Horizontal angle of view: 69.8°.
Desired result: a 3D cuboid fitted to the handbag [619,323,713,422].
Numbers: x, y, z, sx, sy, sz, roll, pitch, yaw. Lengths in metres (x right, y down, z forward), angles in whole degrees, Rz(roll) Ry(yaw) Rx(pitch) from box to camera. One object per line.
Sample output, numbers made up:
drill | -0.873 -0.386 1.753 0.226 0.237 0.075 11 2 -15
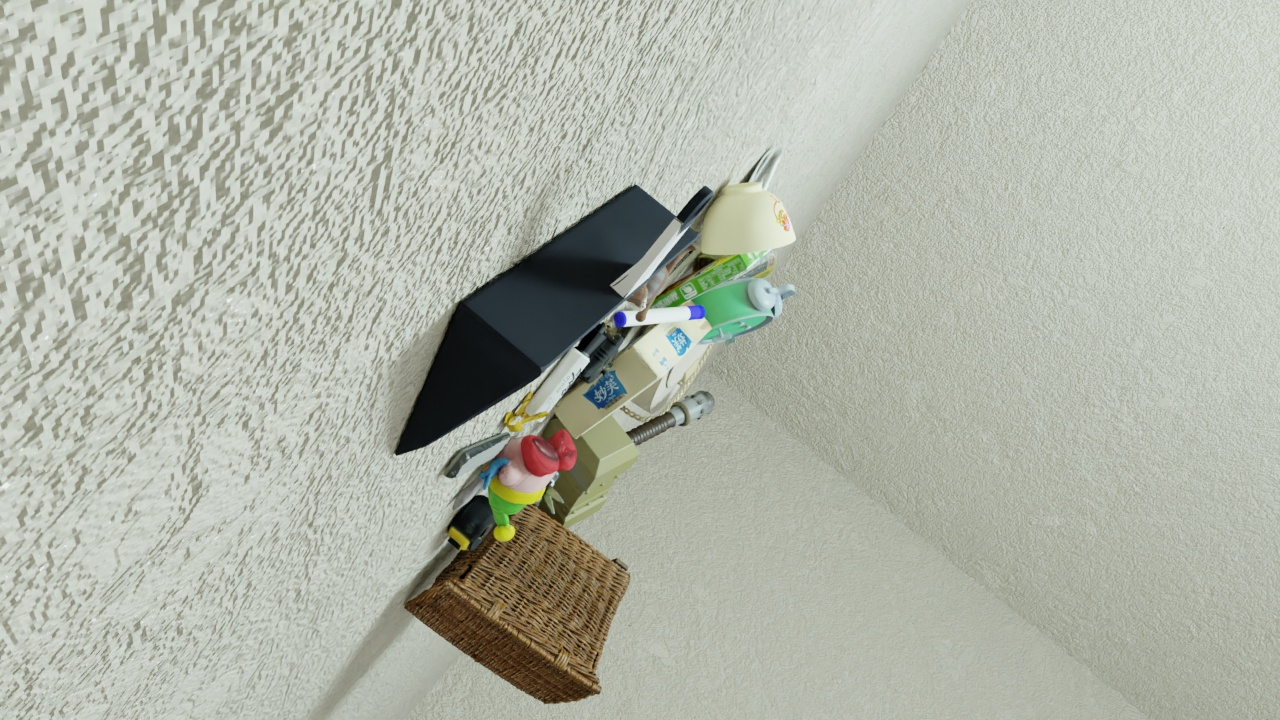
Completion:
handbag | 0.046 -0.024 1.462 0.210 0.103 0.209 -46 164 -43

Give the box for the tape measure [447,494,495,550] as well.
tape measure | -0.203 0.199 1.120 0.071 0.042 0.072 -48 172 2

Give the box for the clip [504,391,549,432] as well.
clip | -0.119 0.060 0.966 0.046 0.035 0.053 -43 171 -10

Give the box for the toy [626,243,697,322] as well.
toy | 0.013 -0.093 0.977 0.054 0.042 0.101 37 81 -46

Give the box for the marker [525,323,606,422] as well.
marker | -0.080 0.012 0.995 0.126 0.025 0.025 -52 174 2

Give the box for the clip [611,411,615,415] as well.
clip | -0.083 0.115 1.585 0.107 0.028 0.164 -45 170 -39

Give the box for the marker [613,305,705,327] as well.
marker | 0.025 -0.055 1.130 0.141 0.020 0.020 -8 143 -43

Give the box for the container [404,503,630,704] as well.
container | -0.149 0.317 1.242 0.163 0.250 0.182 -35 -160 50

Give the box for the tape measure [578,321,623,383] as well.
tape measure | -0.051 -0.003 1.059 0.067 0.038 0.063 -51 174 -12

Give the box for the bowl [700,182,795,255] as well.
bowl | 0.129 -0.179 1.132 0.117 0.118 0.074 -40 125 -61

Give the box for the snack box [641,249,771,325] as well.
snack box | 0.083 -0.107 1.204 0.168 0.027 0.131 -27 -174 28

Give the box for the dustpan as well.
dustpan | -0.042 -0.044 0.677 0.235 0.080 0.274 -45 171 -48

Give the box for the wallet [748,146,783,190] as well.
wallet | 0.160 -0.242 1.275 0.086 0.032 0.116 -61 175 -19

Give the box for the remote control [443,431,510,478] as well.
remote control | -0.163 0.094 0.925 0.033 0.013 0.136 -51 176 9

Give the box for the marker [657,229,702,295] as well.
marker | 0.053 -0.129 1.190 0.133 0.020 0.017 -47 168 -26

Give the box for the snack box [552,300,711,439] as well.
snack box | -0.007 0.007 1.196 0.154 0.055 0.206 -37 -178 30

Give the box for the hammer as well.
hammer | -0.006 0.113 1.360 0.323 0.100 0.191 -24 157 -40

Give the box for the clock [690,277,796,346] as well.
clock | 0.142 -0.071 1.298 0.162 0.075 0.121 -19 169 18

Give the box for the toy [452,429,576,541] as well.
toy | -0.140 0.142 1.049 0.132 0.097 0.124 -33 174 19

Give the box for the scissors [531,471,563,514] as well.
scissors | -0.128 0.141 1.126 0.123 0.019 0.148 -30 -140 33

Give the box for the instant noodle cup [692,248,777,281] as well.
instant noodle cup | 0.136 -0.147 1.381 0.108 0.102 0.102 -36 166 -38
